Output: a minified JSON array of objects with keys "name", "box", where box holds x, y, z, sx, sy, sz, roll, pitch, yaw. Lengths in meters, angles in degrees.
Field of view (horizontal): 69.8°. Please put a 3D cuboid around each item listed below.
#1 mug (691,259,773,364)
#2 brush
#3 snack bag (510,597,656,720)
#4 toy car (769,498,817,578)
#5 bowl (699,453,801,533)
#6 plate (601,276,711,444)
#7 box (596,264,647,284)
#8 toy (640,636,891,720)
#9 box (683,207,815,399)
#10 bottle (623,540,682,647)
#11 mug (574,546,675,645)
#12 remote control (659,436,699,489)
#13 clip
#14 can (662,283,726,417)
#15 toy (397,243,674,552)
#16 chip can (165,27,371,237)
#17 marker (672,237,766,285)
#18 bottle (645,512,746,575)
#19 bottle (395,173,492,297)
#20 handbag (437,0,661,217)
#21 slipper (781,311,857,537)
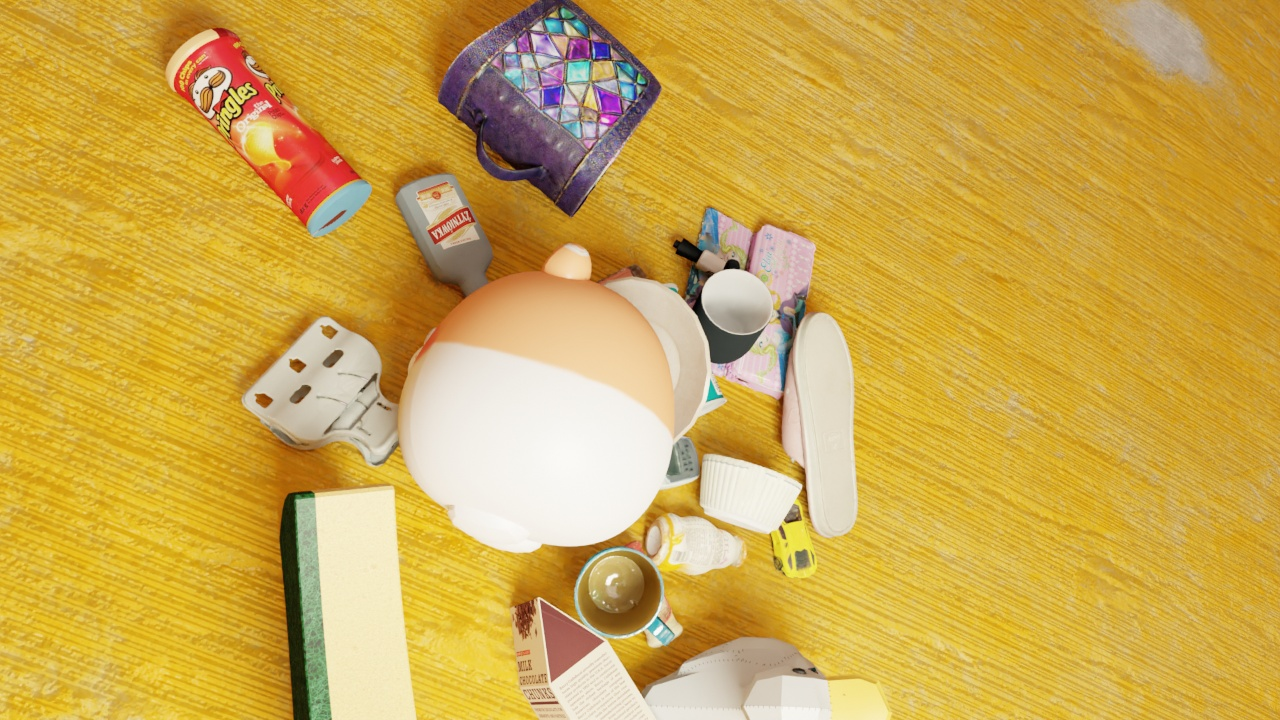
[{"name":"mug","box":[0.103,-0.064,1.081,0.085,0.095,0.121,9,65,-7]},{"name":"brush","box":[-0.250,0.235,0.771,0.075,0.196,0.250,-3,72,-26]},{"name":"snack bag","box":[-0.057,0.322,0.884,0.069,0.095,0.206,-30,85,-31]},{"name":"toy car","box":[0.175,0.202,1.076,0.049,0.030,0.106,-8,73,-26]},{"name":"bowl","box":[0.116,0.152,1.027,0.115,0.115,0.062,22,78,-16]},{"name":"plate","box":[-0.005,0.006,0.984,0.027,0.189,0.188,-5,70,-60]},{"name":"box","box":[-0.063,-0.062,1.060,0.058,0.053,0.186,36,53,29]},{"name":"toy","box":[0.114,0.335,0.878,0.247,0.267,0.140,-4,67,15]},{"name":"box","box":[0.133,-0.080,1.166,0.159,0.035,0.229,20,63,-11]},{"name":"bottle","box":[0.004,0.247,0.972,0.044,0.044,0.109,-23,82,-30]},{"name":"mug","box":[-0.012,0.234,0.899,0.112,0.104,0.084,44,81,3]},{"name":"remote control","box":[0.011,0.116,1.034,0.114,0.028,0.060,-1,72,-25]},{"name":"clip","box":[-0.297,0.042,0.911,0.147,0.082,0.124,39,62,-9]},{"name":"can","box":[0.024,-0.001,1.042,0.099,0.099,0.144,-17,79,-29]},{"name":"toy","box":[-0.095,0.040,0.874,0.266,0.263,0.280,14,73,8]},{"name":"chip can","box":[-0.384,-0.235,0.954,0.213,0.087,0.086,48,59,-3]},{"name":"marker","box":[0.097,-0.115,1.142,0.126,0.025,0.025,30,60,3]},{"name":"bottle","box":[0.062,0.203,1.005,0.108,0.063,0.063,12,66,-22]},{"name":"bottle","box":[-0.205,-0.125,1.016,0.072,0.046,0.161,-24,82,-30]},{"name":"handbag","box":[-0.110,-0.292,1.078,0.205,0.126,0.221,41,61,-6]},{"name":"slipper","box":[0.216,0.077,1.118,0.114,0.055,0.274,3,82,-44]}]
